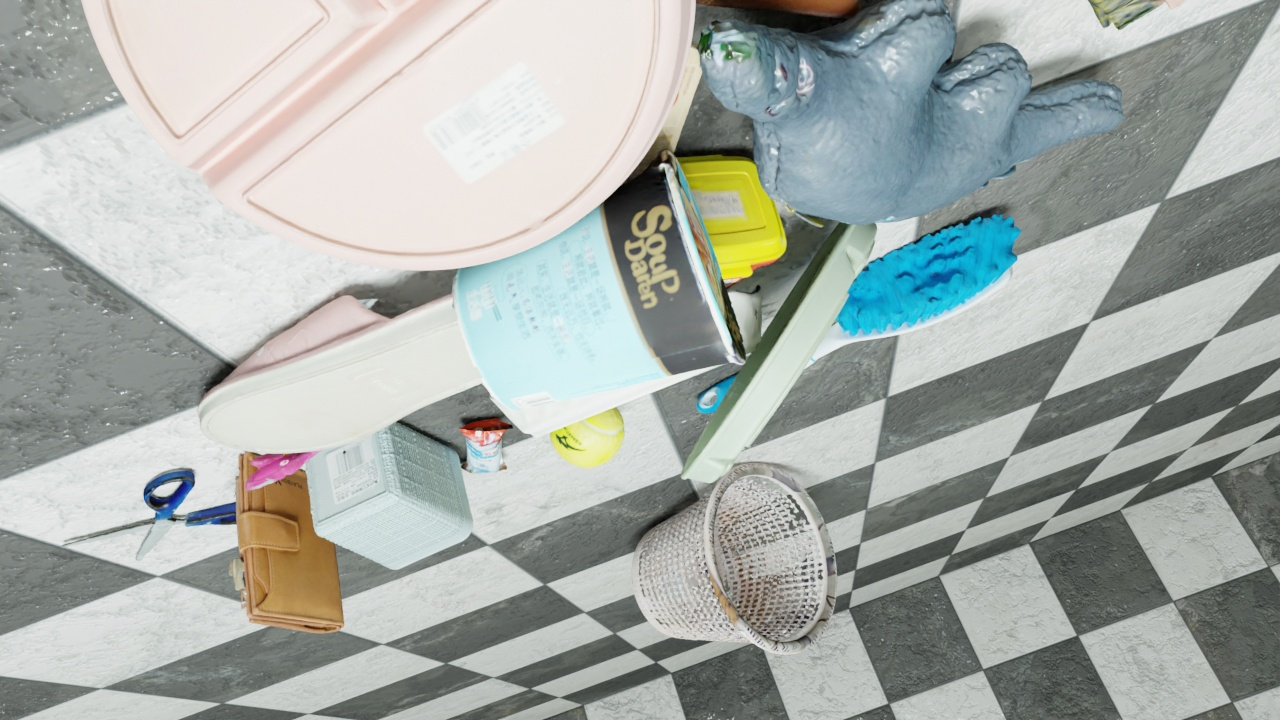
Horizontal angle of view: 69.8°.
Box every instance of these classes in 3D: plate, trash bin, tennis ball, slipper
[{"bbox_3d":[0.099,-0.008,0.649,0.230,0.027,0.230,-57,176,-7],"label":"plate"},{"bbox_3d":[0.102,0.262,1.153,0.227,0.227,0.193,5,157,-41],"label":"trash bin"},{"bbox_3d":[-0.047,0.061,0.803,0.065,0.065,0.066,-16,154,-8],"label":"tennis ball"},{"bbox_3d":[-0.180,0.001,0.605,0.275,0.054,0.114,-20,151,24],"label":"slipper"},{"bbox_3d":[-0.004,0.004,0.653,0.205,0.045,0.205,-21,177,-1],"label":"plate"},{"bbox_3d":[-0.092,-0.128,0.342,0.229,0.028,0.230,-3,129,-4],"label":"plate"}]

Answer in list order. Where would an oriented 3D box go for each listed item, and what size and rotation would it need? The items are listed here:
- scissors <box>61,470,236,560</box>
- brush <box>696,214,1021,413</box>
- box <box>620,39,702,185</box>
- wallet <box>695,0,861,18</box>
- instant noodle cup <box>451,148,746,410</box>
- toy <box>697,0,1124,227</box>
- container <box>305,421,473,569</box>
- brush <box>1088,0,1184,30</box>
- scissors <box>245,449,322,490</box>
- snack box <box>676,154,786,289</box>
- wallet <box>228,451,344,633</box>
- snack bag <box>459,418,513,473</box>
[{"bbox_3d":[-0.386,0.132,0.765,0.162,0.012,0.176,-1,149,-34],"label":"scissors"},{"bbox_3d":[0.178,-0.028,0.807,0.315,0.060,0.109,-23,157,13],"label":"brush"},{"bbox_3d":[-0.037,-0.114,0.479,0.091,0.076,0.169,-6,145,-23],"label":"box"},{"bbox_3d":[0.083,-0.209,0.415,0.101,0.032,0.125,-10,153,-25],"label":"wallet"},{"bbox_3d":[-0.022,-0.031,0.452,0.120,0.111,0.111,-19,154,11],"label":"instant noodle cup"},{"bbox_3d":[0.140,-0.133,0.516,0.355,0.091,0.138,-5,162,-40],"label":"toy"},{"bbox_3d":[-0.209,0.109,0.758,0.090,0.089,0.111,-25,151,9],"label":"container"},{"bbox_3d":[0.230,-0.226,0.447,0.145,0.063,0.073,13,143,-45],"label":"brush"},{"bbox_3d":[-0.240,0.059,0.704,0.137,0.017,0.094,-30,-160,-23],"label":"scissors"},{"bbox_3d":[0.033,-0.078,0.579,0.091,0.082,0.080,-9,162,-24],"label":"snack box"},{"bbox_3d":[-0.281,0.146,0.731,0.031,0.131,0.108,-23,152,11],"label":"wallet"},{"bbox_3d":[-0.139,0.078,0.817,0.048,0.026,0.104,1,149,-13],"label":"snack bag"}]
